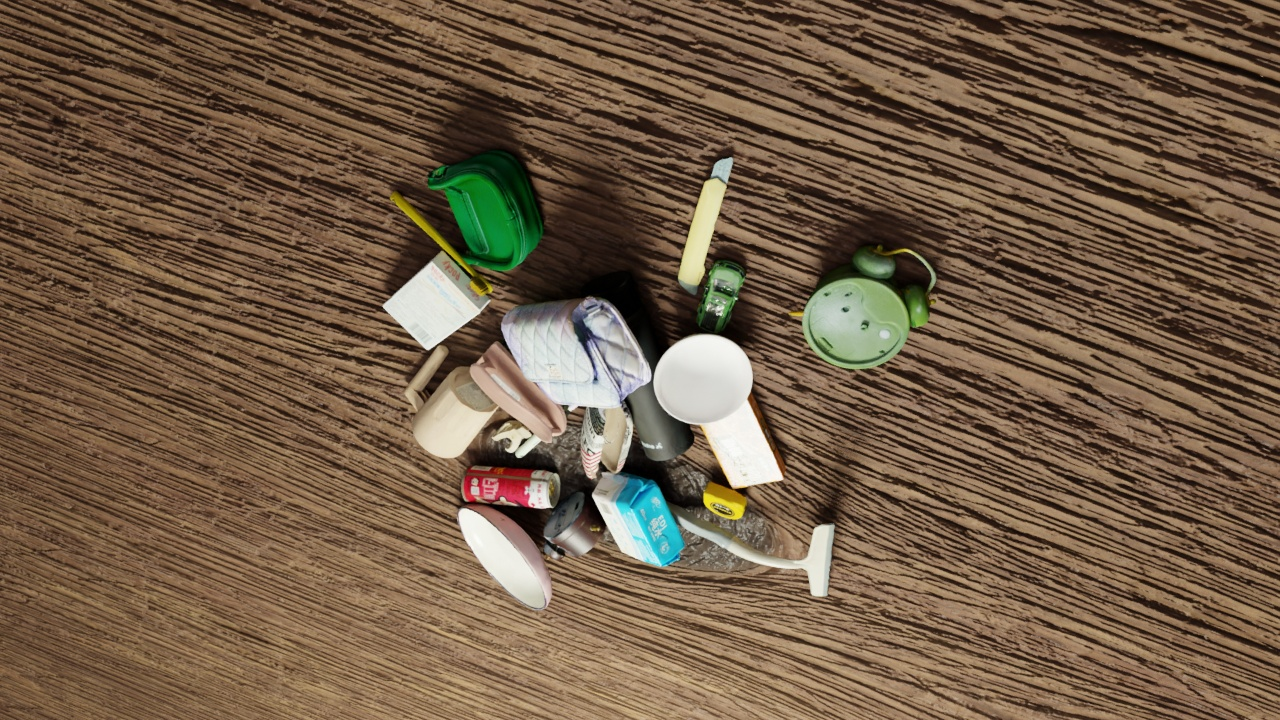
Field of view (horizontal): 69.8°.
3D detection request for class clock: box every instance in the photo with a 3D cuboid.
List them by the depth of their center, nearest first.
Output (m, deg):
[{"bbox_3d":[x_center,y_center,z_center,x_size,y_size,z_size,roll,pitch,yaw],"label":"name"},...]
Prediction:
[{"bbox_3d":[0.255,-0.063,1.028,0.116,0.056,0.162,43,123,-13],"label":"clock"},{"bbox_3d":[-0.101,0.241,1.312,0.122,0.081,0.055,-36,113,29],"label":"clock"}]

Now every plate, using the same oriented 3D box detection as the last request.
[{"bbox_3d":[-0.194,0.283,1.355,0.192,0.038,0.193,34,146,27],"label":"plate"}]

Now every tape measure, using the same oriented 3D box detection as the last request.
[{"bbox_3d":[0.115,0.188,1.238,0.060,0.028,0.057,20,151,15],"label":"tape measure"}]

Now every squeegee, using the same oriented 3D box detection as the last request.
[{"bbox_3d":[0.134,0.245,1.242,0.247,0.039,0.247,18,151,19],"label":"squeegee"}]

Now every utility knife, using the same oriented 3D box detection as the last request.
[{"bbox_3d":[0.073,-0.151,1.048,0.031,0.019,0.178,16,131,1],"label":"utility knife"}]

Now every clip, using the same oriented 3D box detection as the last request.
[{"bbox_3d":[-0.168,0.095,1.267,0.034,0.060,0.097,42,135,-11],"label":"clip"}]

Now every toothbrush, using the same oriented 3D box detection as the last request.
[{"bbox_3d":[-0.242,-0.141,1.098,0.190,0.016,0.016,44,148,20],"label":"toothbrush"},{"bbox_3d":[-0.115,0.085,1.254,0.190,0.029,0.020,-40,62,34],"label":"toothbrush"}]

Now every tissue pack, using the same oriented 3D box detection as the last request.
[{"bbox_3d":[0.000,0.215,1.263,0.090,0.063,0.140,6,129,50],"label":"tissue pack"}]

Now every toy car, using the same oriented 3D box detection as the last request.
[{"bbox_3d":[0.093,-0.075,1.082,0.043,0.036,0.091,20,121,5],"label":"toy car"}]

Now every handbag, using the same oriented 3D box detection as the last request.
[{"bbox_3d":[-0.184,-0.172,1.080,0.120,0.067,0.131,-4,121,27],"label":"handbag"},{"bbox_3d":[-0.082,-0.010,1.095,0.194,0.075,0.134,-2,121,57],"label":"handbag"}]

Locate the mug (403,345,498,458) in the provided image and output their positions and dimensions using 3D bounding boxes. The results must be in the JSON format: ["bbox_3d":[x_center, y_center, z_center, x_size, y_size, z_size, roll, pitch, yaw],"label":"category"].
[{"bbox_3d":[-0.261,0.054,1.250,0.124,0.084,0.104,52,123,13],"label":"mug"}]

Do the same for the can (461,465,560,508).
[{"bbox_3d":[-0.185,0.181,1.315,0.133,0.053,0.053,2,122,15],"label":"can"}]

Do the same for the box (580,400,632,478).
[{"bbox_3d":[-0.039,0.092,1.200,0.077,0.074,0.164,-8,146,-13],"label":"box"}]

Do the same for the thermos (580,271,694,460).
[{"bbox_3d":[-0.007,0.007,1.153,0.090,0.068,0.243,10,129,49],"label":"thermos"}]

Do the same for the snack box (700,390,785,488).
[{"bbox_3d":[0.126,0.095,1.185,0.075,0.026,0.154,-15,116,25],"label":"snack box"}]

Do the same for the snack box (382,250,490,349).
[{"bbox_3d":[-0.262,-0.073,1.165,0.084,0.026,0.157,47,140,-14],"label":"snack box"}]

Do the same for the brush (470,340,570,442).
[{"bbox_3d":[-0.155,0.045,1.198,0.145,0.072,0.063,45,123,-2],"label":"brush"}]

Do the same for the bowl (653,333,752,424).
[{"bbox_3d":[0.073,0.011,1.116,0.118,0.064,0.118,-1,115,-3],"label":"bowl"}]
